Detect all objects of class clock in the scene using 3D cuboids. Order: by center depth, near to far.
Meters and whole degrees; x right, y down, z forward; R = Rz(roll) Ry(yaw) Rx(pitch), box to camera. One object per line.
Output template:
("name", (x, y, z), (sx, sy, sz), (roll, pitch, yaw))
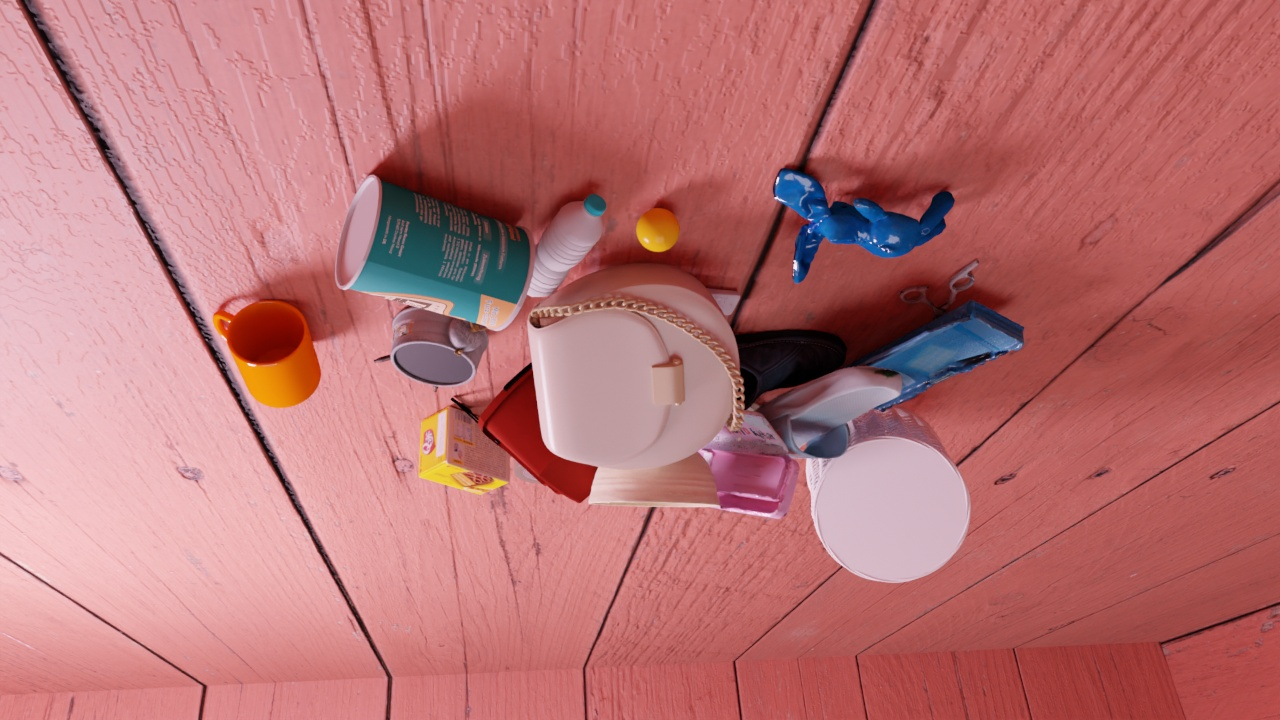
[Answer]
("clock", (-0.209, -0.020, 0.980), (0.104, 0.056, 0.148), (31, 141, -34))

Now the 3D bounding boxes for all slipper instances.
("slipper", (0.205, 0.074, 1.063), (0.104, 0.074, 0.246), (6, 154, -29))
("slipper", (0.118, 0.023, 1.079), (0.265, 0.083, 0.109), (-1, 150, -13))

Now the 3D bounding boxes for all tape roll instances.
("tape roll", (-0.135, 0.147, 1.322), (0.093, 0.030, 0.094), (-3, 151, -2))

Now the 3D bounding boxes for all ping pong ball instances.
("ping pong ball", (0.016, -0.120, 0.845), (0.040, 0.040, 0.040), (-3, 152, -2))

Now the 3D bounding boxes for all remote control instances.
("remote control", (0.040, -0.067, 0.973), (0.130, 0.012, 0.033), (4, 143, -16))

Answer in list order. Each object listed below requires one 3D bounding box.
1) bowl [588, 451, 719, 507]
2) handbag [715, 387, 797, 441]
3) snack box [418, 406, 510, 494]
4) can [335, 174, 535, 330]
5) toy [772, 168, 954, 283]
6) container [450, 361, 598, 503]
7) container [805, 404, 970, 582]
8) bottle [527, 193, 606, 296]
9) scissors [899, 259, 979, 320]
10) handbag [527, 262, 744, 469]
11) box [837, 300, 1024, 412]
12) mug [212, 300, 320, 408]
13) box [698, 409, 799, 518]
("bowl", (0.016, 0.129, 1.053), (0.151, 0.075, 0.151), (0, 170, 0))
("handbag", (0.170, 0.084, 1.246), (0.198, 0.062, 0.175), (-29, 144, 23))
("snack box", (-0.229, 0.120, 1.205), (0.061, 0.083, 0.105), (-27, 144, 34))
("can", (-0.180, -0.092, 0.808), (0.143, 0.099, 0.100), (15, 146, -32))
("toy", (0.205, -0.121, 0.847), (0.176, 0.071, 0.113), (0, 140, -7))
("container", (-0.127, 0.068, 1.117), (0.127, 0.201, 0.148), (-46, 146, -2))
("container", (0.312, 0.164, 1.181), (0.189, 0.189, 0.186), (-10, -173, 10))
("bottle", (-0.071, -0.108, 0.852), (0.044, 0.044, 0.137), (12, 147, -28))
("scissors", (0.349, -0.059, 1.033), (0.131, 0.014, 0.153), (-27, 142, 35))
("handbag", (-0.006, 0.006, 0.951), (0.208, 0.103, 0.211), (-7, 118, -6))
("box", (0.301, -0.003, 1.069), (0.175, 0.060, 0.232), (5, 156, -34))
("mug", (-0.397, -0.013, 0.960), (0.112, 0.077, 0.096), (25, 150, 4))
("box", (0.086, 0.115, 1.094), (0.101, 0.111, 0.202), (30, 163, -35))
